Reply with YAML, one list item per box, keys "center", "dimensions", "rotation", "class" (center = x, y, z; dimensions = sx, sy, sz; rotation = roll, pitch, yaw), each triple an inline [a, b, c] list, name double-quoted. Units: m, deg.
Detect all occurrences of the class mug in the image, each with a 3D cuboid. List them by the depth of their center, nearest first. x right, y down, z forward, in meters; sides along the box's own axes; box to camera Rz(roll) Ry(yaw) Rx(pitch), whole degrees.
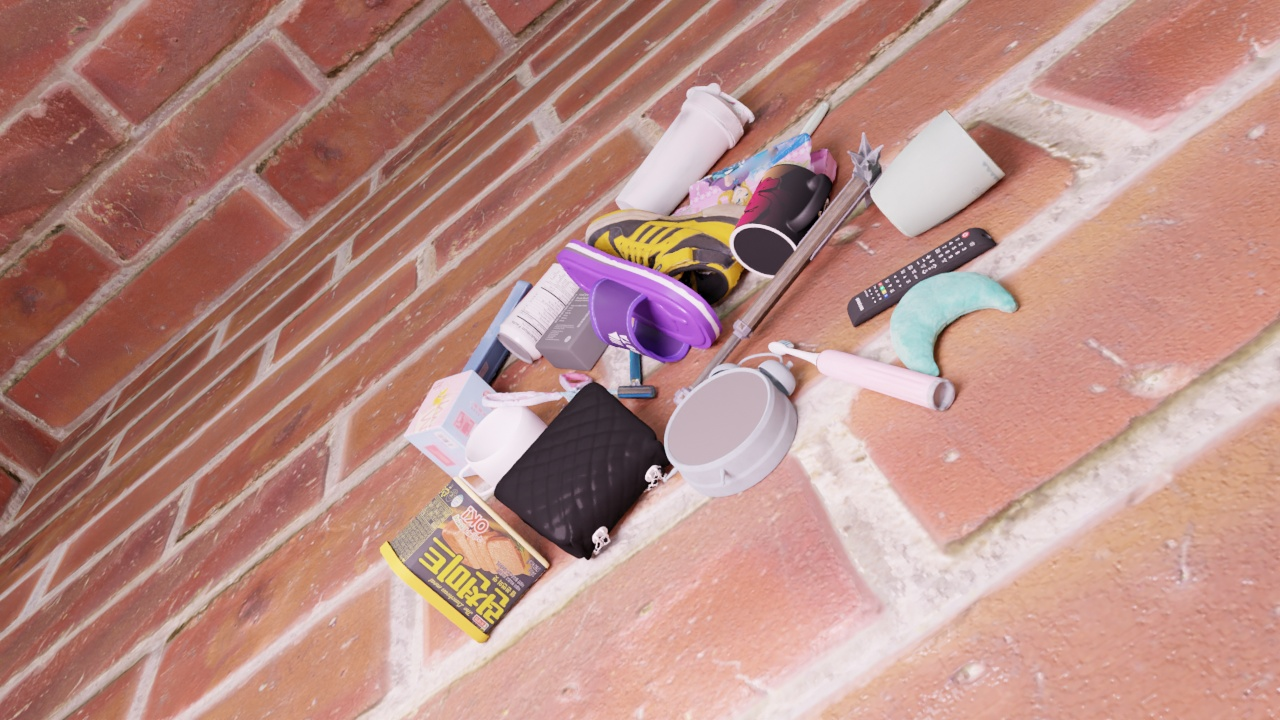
- center: [0.287, -0.179, 0.902]
  dimensions: [0.104, 0.084, 0.111]
  rotation: [-43, -1, 25]
  class: "mug"
- center: [0.163, -0.159, 0.999]
  dimensions: [0.118, 0.082, 0.098]
  rotation: [-31, 26, 56]
  class: "mug"
- center: [-0.155, 0.109, 1.055]
  dimensions: [0.115, 0.068, 0.094]
  rotation: [-40, 29, 3]
  class: "mug"

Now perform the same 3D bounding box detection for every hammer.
- center: [0.140, -0.073, 0.938]
  dimensions: [0.028, 0.147, 0.317]
  rotation: [40, 93, 19]
  class: "hammer"

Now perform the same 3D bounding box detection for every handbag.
- center: [-0.045, 0.123, 0.915]
  dimensions: [0.125, 0.115, 0.153]
  rotation: [33, 73, 36]
  class: "handbag"

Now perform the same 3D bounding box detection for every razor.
- center: [-0.006, 0.006, 1.064]
  dimensions: [0.042, 0.022, 0.143]
  rotation: [0, 31, -2]
  class: "razor"

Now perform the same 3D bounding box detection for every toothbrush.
- center: [0.187, 0.006, 0.821]
  dimensions: [0.026, 0.027, 0.223]
  rotation: [-17, 20, -26]
  class: "toothbrush"
- center: [0.207, -0.283, 1.190]
  dimensions: [0.022, 0.015, 0.154]
  rotation: [24, 65, 26]
  class: "toothbrush"

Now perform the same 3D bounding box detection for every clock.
- center: [0.087, 0.055, 0.860]
  dimensions: [0.123, 0.045, 0.159]
  rotation: [-5, 48, 47]
  class: "clock"

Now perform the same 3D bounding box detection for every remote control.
- center: [0.258, -0.078, 0.856]
  dimensions: [0.147, 0.015, 0.033]
  rotation: [-32, 31, 18]
  class: "remote control"

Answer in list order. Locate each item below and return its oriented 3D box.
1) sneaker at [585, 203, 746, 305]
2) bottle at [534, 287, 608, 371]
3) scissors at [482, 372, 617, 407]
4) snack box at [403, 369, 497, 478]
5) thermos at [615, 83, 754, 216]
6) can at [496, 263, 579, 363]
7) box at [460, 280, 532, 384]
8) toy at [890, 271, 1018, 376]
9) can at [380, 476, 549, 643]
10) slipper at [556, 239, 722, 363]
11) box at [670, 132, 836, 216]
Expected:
- center: [0.023, -0.118, 1.097]
  dimensions: [0.239, 0.086, 0.121]
  rotation: [-1, 46, 32]
  class: "sneaker"
- center: [-0.054, -0.067, 1.189]
  dimensions: [0.084, 0.046, 0.173]
  rotation: [5, 54, 53]
  class: "bottle"
- center: [-0.098, 0.038, 1.054]
  dimensions: [0.176, 0.013, 0.170]
  rotation: [-5, 12, -12]
  class: "scissors"
- center: [-0.223, 0.081, 1.149]
  dimensions: [0.080, 0.093, 0.094]
  rotation: [-15, 40, 40]
  class: "snack box"
- center: [0.058, -0.291, 1.304]
  dimensions: [0.220, 0.099, 0.099]
  rotation: [-51, 30, -6]
  class: "thermos"
- center: [-0.131, -0.065, 1.254]
  dimensions: [0.132, 0.070, 0.070]
  rotation: [-52, 31, -16]
  class: "can"
- center: [-0.208, -0.011, 1.302]
  dimensions: [0.208, 0.043, 0.125]
  rotation: [-62, 3, -31]
  class: "box"
- center: [0.259, -0.035, 0.788]
  dimensions: [0.105, 0.033, 0.085]
  rotation: [-43, 43, 3]
  class: "toy"
- center: [-0.169, 0.194, 0.900]
  dimensions: [0.101, 0.131, 0.072]
  rotation: [-46, 29, -12]
  class: "can"
- center: [-0.023, -0.055, 1.047]
  dimensions: [0.084, 0.107, 0.267]
  rotation: [-49, 43, -11]
  class: "slipper"
- center: [0.122, -0.201, 1.128]
  dimensions: [0.231, 0.071, 0.084]
  rotation: [-18, 38, 36]
  class: "box"
